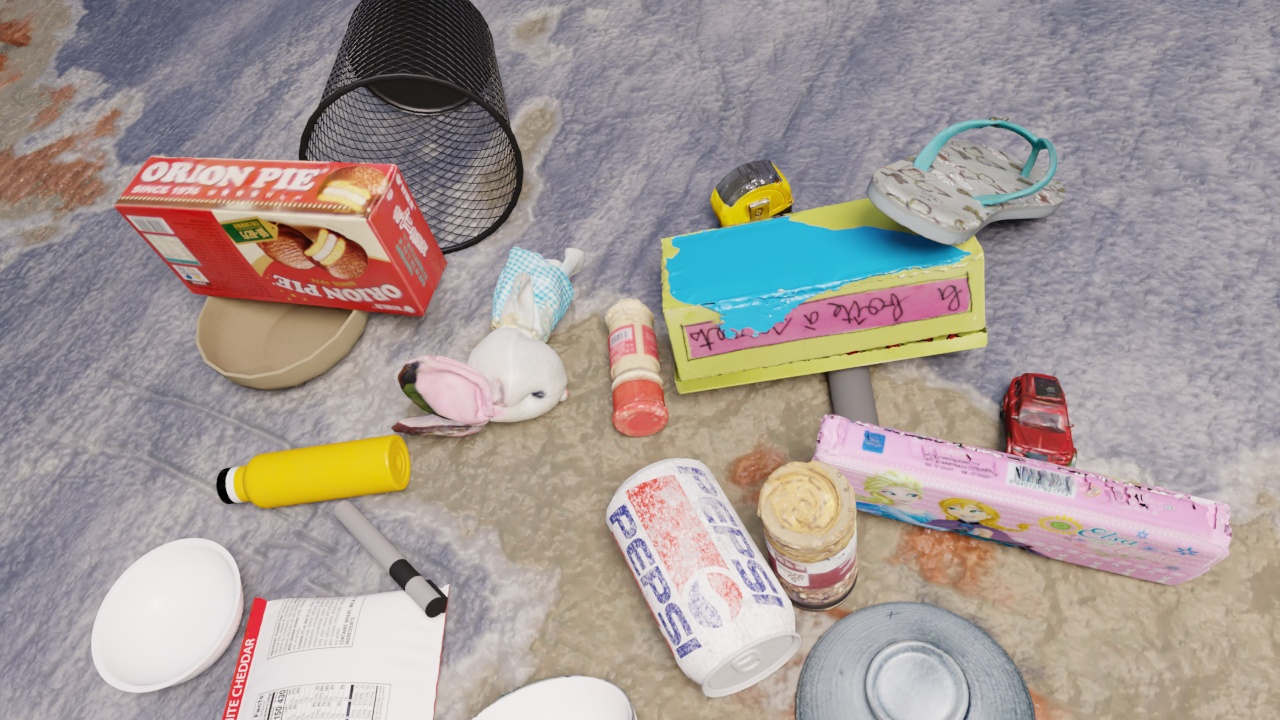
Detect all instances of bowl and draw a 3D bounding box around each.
[{"bbox_3d":[-0.327,0.187,0.657,0.110,0.041,0.109,-7,54,9],"label":"bowl"},{"bbox_3d":[-0.051,0.240,0.523,0.113,0.063,0.113,-14,15,4],"label":"bowl"},{"bbox_3d":[-0.302,-0.034,0.800,0.152,0.050,0.152,-7,54,9],"label":"bowl"},{"bbox_3d":[0.156,0.194,0.522,0.137,0.057,0.136,-7,54,9],"label":"bowl"}]

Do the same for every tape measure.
[{"bbox_3d":[0.093,-0.132,0.763,0.065,0.064,0.037,-21,52,0],"label":"tape measure"}]

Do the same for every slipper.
[{"bbox_3d":[0.239,-0.139,0.651,0.098,0.055,0.268,39,36,25],"label":"slipper"}]

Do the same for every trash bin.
[{"bbox_3d":[-0.205,-0.235,0.846,0.184,0.184,0.209,-13,48,4],"label":"trash bin"}]

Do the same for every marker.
[{"bbox_3d":[-0.182,0.138,0.656,0.016,0.016,0.140,-45,47,-18],"label":"marker"}]

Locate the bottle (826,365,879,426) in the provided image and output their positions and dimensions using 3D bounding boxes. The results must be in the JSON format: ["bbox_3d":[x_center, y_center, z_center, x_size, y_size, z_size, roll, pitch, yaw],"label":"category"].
[{"bbox_3d":[0.152,0.049,0.642,0.030,0.030,0.112,-7,54,9],"label":"bottle"}]

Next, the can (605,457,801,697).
[{"bbox_3d":[0.038,0.134,0.581,0.078,0.078,0.136,-27,54,-6],"label":"can"}]

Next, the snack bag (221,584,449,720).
[{"bbox_3d":[-0.205,0.212,0.608,0.144,0.039,0.130,-6,50,5],"label":"snack bag"}]

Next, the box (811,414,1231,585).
[{"bbox_3d":[0.220,0.076,0.554,0.230,0.085,0.053,13,64,13],"label":"box"}]

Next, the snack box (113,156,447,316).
[{"bbox_3d":[-0.285,-0.101,0.739,0.237,0.113,0.060,6,56,18],"label":"snack box"}]

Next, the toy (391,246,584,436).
[{"bbox_3d":[-0.095,-0.009,0.723,0.105,0.131,0.204,36,57,-2],"label":"toy"}]

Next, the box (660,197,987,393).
[{"bbox_3d":[0.126,-0.053,0.674,0.221,0.081,0.124,-12,33,8],"label":"box"}]

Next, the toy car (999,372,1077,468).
[{"bbox_3d":[0.262,0.041,0.604,0.042,0.036,0.091,9,35,15],"label":"toy car"}]

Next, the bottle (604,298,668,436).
[{"bbox_3d":[-0.004,0.004,0.705,0.044,0.044,0.109,-11,53,6],"label":"bottle"}]

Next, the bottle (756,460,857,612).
[{"bbox_3d":[0.105,0.110,0.564,0.056,0.105,0.056,-7,54,9],"label":"bottle"}]

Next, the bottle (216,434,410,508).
[{"bbox_3d":[-0.253,0.088,0.707,0.144,0.043,0.043,-9,54,8],"label":"bottle"}]
